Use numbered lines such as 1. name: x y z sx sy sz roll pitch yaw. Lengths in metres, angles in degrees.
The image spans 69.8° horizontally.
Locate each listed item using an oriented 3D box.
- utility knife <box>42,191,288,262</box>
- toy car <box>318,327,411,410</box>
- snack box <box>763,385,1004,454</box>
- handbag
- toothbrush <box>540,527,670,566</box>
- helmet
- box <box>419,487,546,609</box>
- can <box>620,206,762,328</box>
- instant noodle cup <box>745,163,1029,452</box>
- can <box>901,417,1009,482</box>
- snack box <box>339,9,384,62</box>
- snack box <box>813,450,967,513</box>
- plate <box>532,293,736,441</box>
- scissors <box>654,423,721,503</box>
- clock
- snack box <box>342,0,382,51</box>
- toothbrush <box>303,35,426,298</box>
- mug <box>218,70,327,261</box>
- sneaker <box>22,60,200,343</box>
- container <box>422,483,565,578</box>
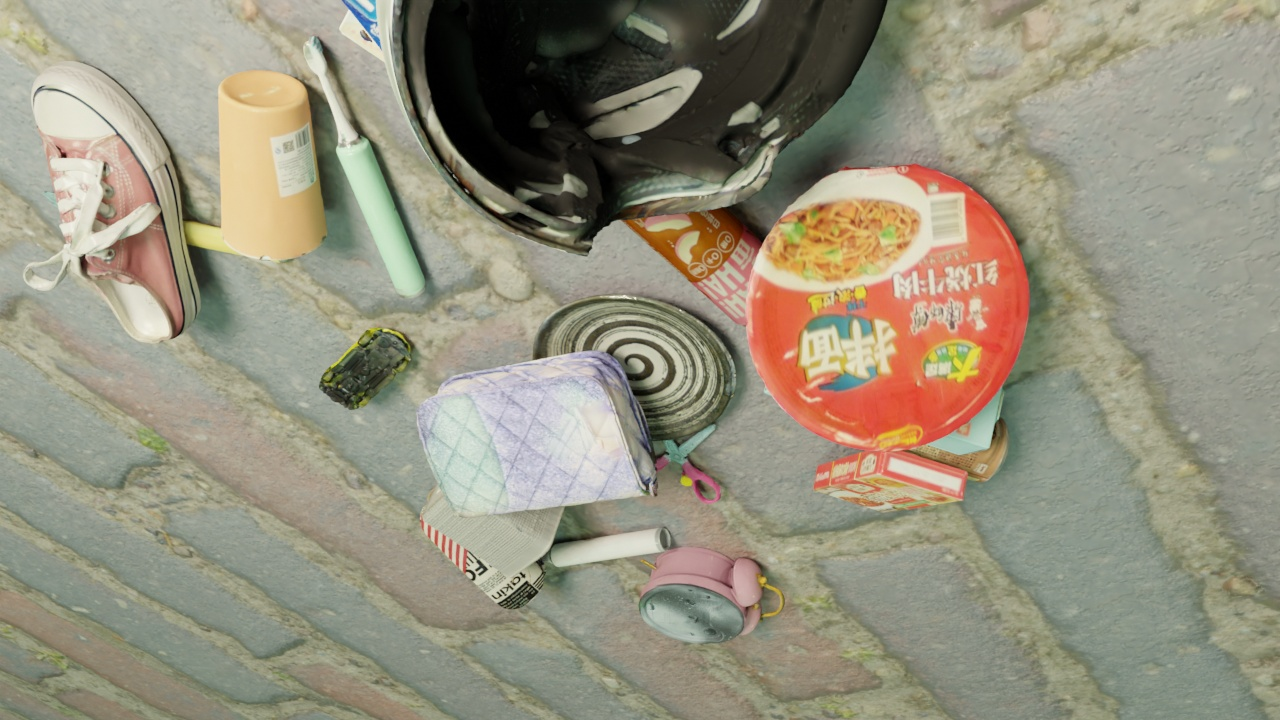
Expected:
1. utility knife: -0.402 -0.113 0.783 0.220 0.022 0.031 9 132 -4
2. toy car: -0.255 0.004 0.857 0.048 0.032 0.105 39 119 -24
3. snack box: 0.189 0.012 0.711 0.175 0.074 0.052 17 166 -3
4. handbag: -0.090 0.068 0.805 0.194 0.075 0.134 -9 111 22
5. toothbrush: -0.069 0.214 1.025 0.221 0.026 0.026 -14 155 27
6. helmet: -0.017 -0.194 0.484 0.157 0.273 0.230 40 155 44
7. box: -0.170 0.195 1.013 0.075 0.083 0.163 -42 105 1
8. can: 0.046 -0.086 0.668 0.147 0.057 0.058 39 131 -24
9. instant noodle cup: 0.164 -0.038 0.638 0.194 0.066 0.194 0 99 -3
10. can: 0.241 0.059 0.765 0.116 0.058 0.059 17 136 -4
11. snack box: -0.118 -0.242 0.575 0.084 0.026 0.157 33 133 -20
12. snack box: 0.211 0.105 0.795 0.075 0.025 0.153 17 165 -5
13. plate: -0.005 0.005 0.800 0.179 0.024 0.180 9 136 8
14. scissors: 0.029 0.096 0.890 0.130 0.017 0.133 -9 127 26
15. clock: 0.079 0.259 1.010 0.158 0.059 0.117 6 135 11
16. snack box: -0.115 -0.191 0.566 0.058 0.057 0.207 -20 128 25
17. toothbrush: -0.210 -0.138 0.703 0.026 0.027 0.225 -9 134 4
18. mug: -0.275 -0.145 0.681 0.078 0.078 0.123 15 132 -1
19. sneaker: -0.425 -0.109 0.730 0.118 0.087 0.241 5 124 8
20. container: -0.148 0.146 0.932 0.114 0.090 0.090 34 132 -16
